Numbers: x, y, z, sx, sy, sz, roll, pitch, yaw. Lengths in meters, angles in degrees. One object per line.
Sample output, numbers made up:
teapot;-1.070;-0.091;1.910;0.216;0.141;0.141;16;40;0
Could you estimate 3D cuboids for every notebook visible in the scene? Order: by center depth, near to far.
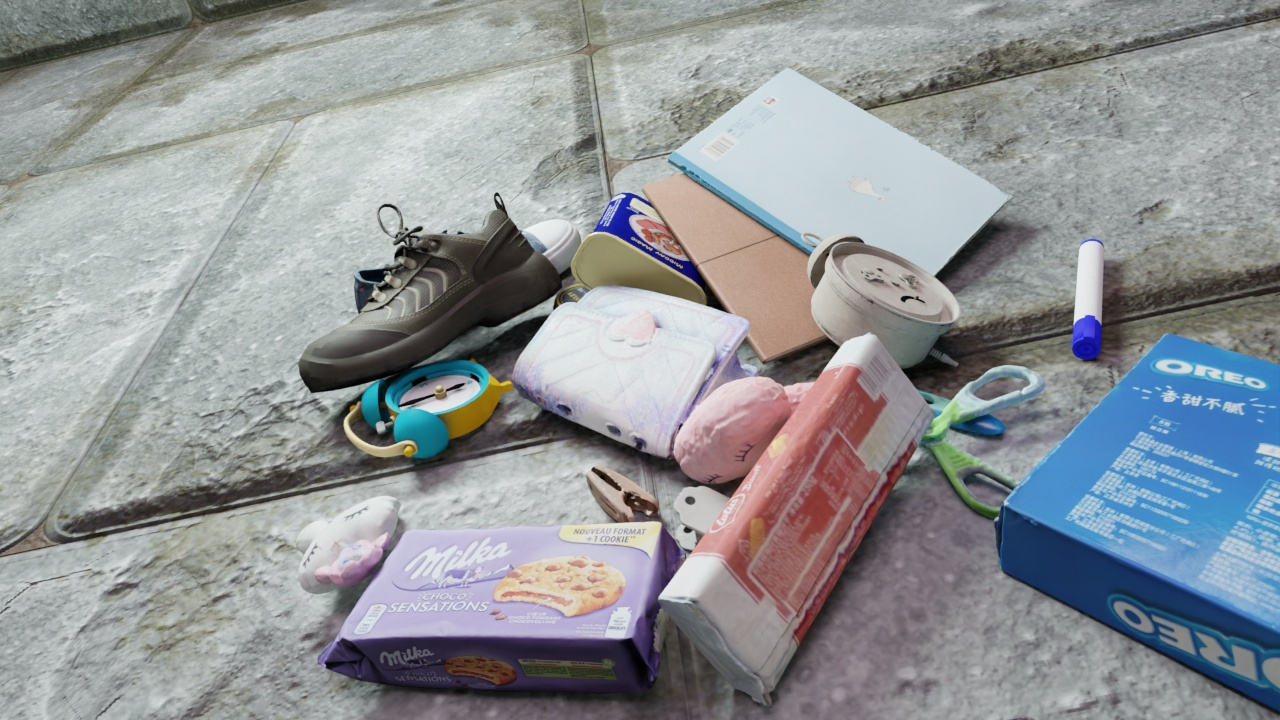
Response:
notebook;0.111;-0.099;0.783;0.141;0.008;0.209;-21;58;-16
notebook;0.175;-0.163;0.817;0.253;0.009;0.180;38;63;22

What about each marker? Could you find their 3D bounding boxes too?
marker;0.343;-0.051;0.702;0.020;0.020;0.141;5;39;25

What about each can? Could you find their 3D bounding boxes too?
can;0.008;-0.088;0.803;0.116;0.057;0.092;29;37;-7

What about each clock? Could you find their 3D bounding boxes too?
clock;0.169;-0.050;0.701;0.103;0.061;0.156;-1;40;-33
clock;-0.173;0.037;0.740;0.129;0.044;0.099;-28;37;-32

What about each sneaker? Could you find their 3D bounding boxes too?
sneaker;-0.197;-0.073;0.789;0.237;0.143;0.101;-28;6;-19
sneaker;-0.170;-0.096;0.892;0.235;0.079;0.087;-26;37;-17

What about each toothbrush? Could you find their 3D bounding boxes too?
toothbrush;0.195;0.026;0.653;0.022;0.017;0.135;-34;43;-30

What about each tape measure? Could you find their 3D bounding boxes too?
tape measure;-0.046;-0.044;0.815;0.061;0.034;0.061;-23;35;-17

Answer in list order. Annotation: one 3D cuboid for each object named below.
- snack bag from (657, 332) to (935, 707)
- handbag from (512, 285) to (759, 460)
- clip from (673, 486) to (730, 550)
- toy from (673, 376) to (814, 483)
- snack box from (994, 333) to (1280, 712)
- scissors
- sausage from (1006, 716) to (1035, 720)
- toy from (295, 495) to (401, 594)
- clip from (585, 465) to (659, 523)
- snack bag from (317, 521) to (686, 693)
snack bag;0.099;0.082;0.536;0.224;0.077;0.041;-48;16;-30
handbag;-0.004;0.004;0.707;0.159;0.069;0.126;19;48;34
clip;0.048;0.110;0.587;0.056;0.045;0.101;16;43;25
toy;0.077;0.043;0.608;0.105;0.109;0.053;-14;66;-25
snack box;0.346;0.086;0.478;0.195;0.056;0.239;-35;39;-27
scissors;0.195;0.046;0.612;0.172;0.023;0.171;-41;48;-12
sausage;0.124;0.195;0.434;0.155;0.020;0.020;-16;35;-3
toy;-0.194;0.120;0.610;0.079;0.038;0.123;-33;16;-16
clip;-0.011;0.091;0.623;0.052;0.026;0.058;-10;36;2
snack bag;-0.077;0.147;0.538;0.206;0.058;0.096;-5;31;18
